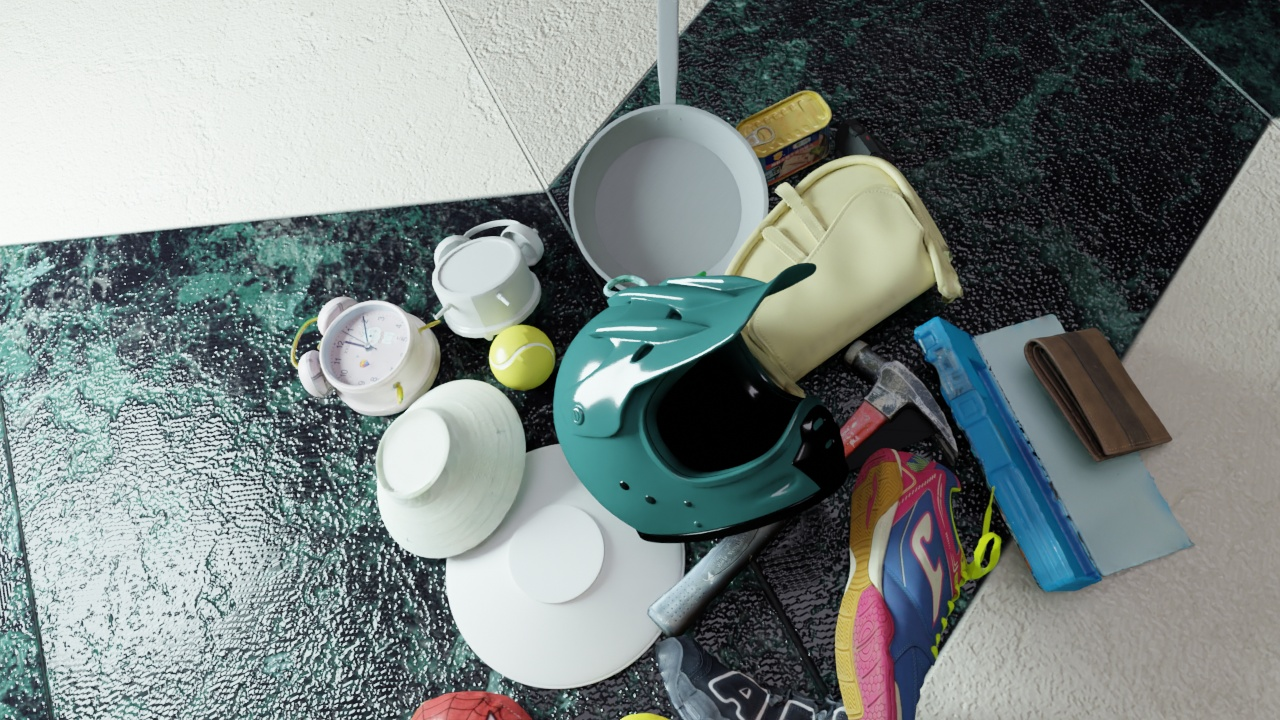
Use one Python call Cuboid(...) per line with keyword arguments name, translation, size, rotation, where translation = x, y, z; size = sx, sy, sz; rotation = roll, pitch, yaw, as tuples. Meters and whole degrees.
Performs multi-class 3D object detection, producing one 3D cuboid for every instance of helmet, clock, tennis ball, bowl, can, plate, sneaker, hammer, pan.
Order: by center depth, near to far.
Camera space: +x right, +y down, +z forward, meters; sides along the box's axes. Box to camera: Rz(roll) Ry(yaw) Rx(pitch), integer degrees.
Cuboid(name="sneaker", translation=(0.215, 0.181, 0.709), size=(0.091, 0.116, 0.241), rotation=(18, 58, -7))
Cuboid(name="sneaker", translation=(0.131, 0.289, 0.726), size=(0.150, 0.097, 0.252), rotation=(-39, 66, -14))
Cuboid(name="helmet", translation=(0.041, 0.027, 0.752), size=(0.175, 0.276, 0.200), rotation=(-37, 104, -41))
Cuboid(name="hammer", translation=(0.140, 0.130, 0.822), size=(0.325, 0.036, 0.140), rotation=(-42, 64, -10))
Cuboid(name="plate", translation=(-0.075, 0.180, 0.845), size=(0.229, 0.030, 0.229), rotation=(-4, 65, 9))
Cuboid(name="bowl", translation=(-0.198, 0.094, 0.867), size=(0.177, 0.057, 0.176), rotation=(-10, 67, 25))
Cuboid(name="tennis ball", translation=(-0.118, -0.003, 0.917), size=(0.065, 0.065, 0.065), rotation=(-4, 65, 9))
Cuboid(name="pan", translation=(0.028, -0.237, 0.939), size=(0.201, 0.051, 0.356), rotation=(0, 87, 2))
Cuboid(name="clock", translation=(-0.291, -0.009, 0.958), size=(0.158, 0.059, 0.116), rotation=(11, 68, 16))
Cuboid(name="clock", translation=(-0.160, -0.091, 0.965), size=(0.120, 0.061, 0.159), rotation=(-9, 44, 10))
Cuboid(name="can", translation=(0.152, -0.233, 0.970), size=(0.100, 0.059, 0.054), rotation=(-26, 64, -2))

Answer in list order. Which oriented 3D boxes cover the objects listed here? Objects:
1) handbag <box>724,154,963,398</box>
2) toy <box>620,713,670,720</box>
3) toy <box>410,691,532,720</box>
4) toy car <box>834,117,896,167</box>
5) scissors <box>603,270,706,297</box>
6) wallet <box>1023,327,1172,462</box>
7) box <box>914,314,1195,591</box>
Cuboid(name="handbag", translation=(0.176, -0.080, 0.863), size=(0.233, 0.088, 0.191), rotation=(-36, 49, -2))
Cuboid(name="toy", translation=(0.002, 0.340, 0.753), size=(0.094, 0.041, 0.095), rotation=(-14, 61, 1))
Cuboid(name="toy", translation=(-0.111, 0.362, 0.734), size=(0.147, 0.099, 0.216), rotation=(-39, 66, -14))
Cuboid(name="toy car", translation=(0.236, -0.213, 0.956), size=(0.036, 0.042, 0.091), rotation=(-13, 61, -23))
Cuboid(name="scissors", translation=(0.017, -0.052, 0.897), size=(0.130, 0.011, 0.125), rotation=(37, 67, 22))
Cuboid(name="wallet", translation=(0.398, 0.027, 0.800), size=(0.098, 0.027, 0.121), rotation=(-7, 60, -32))
Cuboid(name="box", translation=(0.343, 0.076, 0.802), size=(0.170, 0.070, 0.243), rotation=(-4, 60, -27))
